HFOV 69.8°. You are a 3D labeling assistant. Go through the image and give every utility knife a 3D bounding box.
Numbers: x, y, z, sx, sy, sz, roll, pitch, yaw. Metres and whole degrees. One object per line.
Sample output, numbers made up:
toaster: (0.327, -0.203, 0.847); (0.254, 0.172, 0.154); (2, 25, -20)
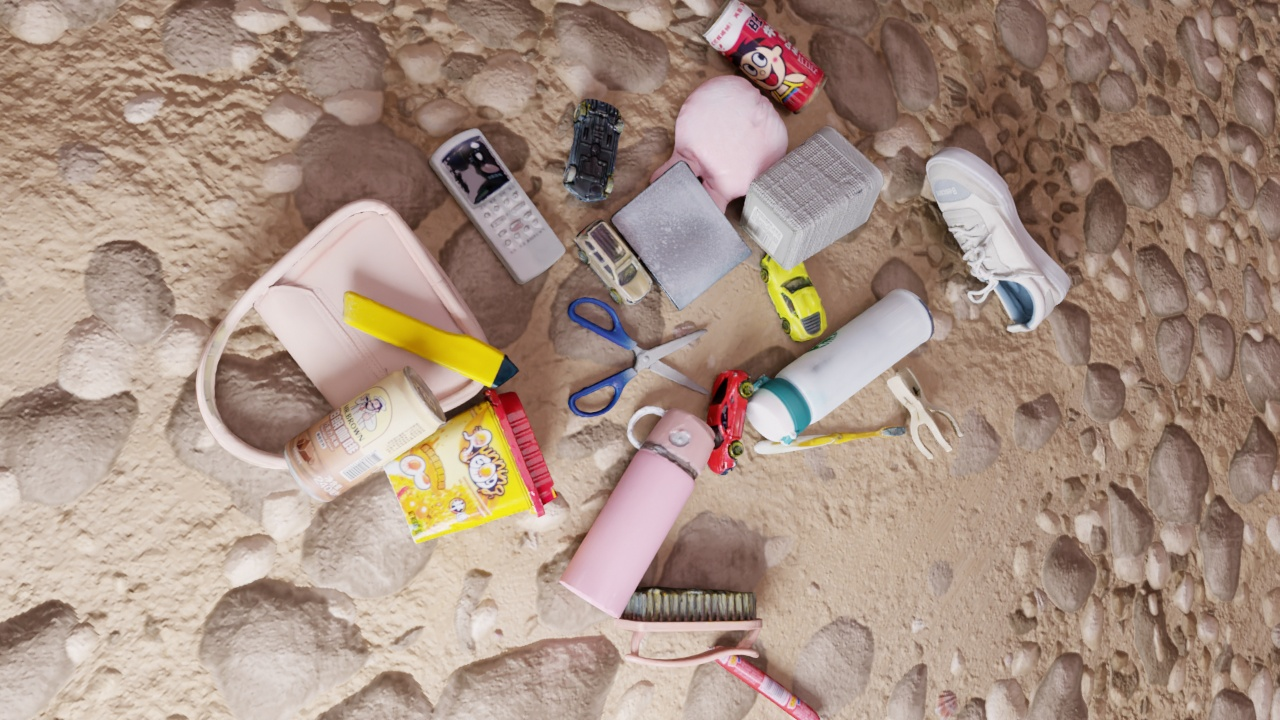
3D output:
utility knife: (-0.172, -0.017, 0.752); (0.153, 0.015, 0.033); (25, 83, -10)

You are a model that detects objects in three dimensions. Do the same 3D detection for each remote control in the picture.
remote control: (-0.135, -0.146, 0.868); (0.058, 0.021, 0.150); (-40, 100, -21)

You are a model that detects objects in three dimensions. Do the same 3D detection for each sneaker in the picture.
sneaker: (0.391, -0.130, 1.047); (0.242, 0.090, 0.090); (46, 75, -18)

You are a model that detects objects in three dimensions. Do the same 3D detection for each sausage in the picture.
sausage: (0.126, 0.327, 0.923); (0.156, 0.020, 0.020); (39, 72, -13)

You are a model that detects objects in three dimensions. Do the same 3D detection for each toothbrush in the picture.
toothbrush: (0.206, 0.084, 0.981); (0.191, 0.018, 0.016); (-4, 84, -23)

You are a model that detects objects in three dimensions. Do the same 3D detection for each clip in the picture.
clip: (0.306, 0.064, 1.003); (0.104, 0.035, 0.083); (45, 47, -12)

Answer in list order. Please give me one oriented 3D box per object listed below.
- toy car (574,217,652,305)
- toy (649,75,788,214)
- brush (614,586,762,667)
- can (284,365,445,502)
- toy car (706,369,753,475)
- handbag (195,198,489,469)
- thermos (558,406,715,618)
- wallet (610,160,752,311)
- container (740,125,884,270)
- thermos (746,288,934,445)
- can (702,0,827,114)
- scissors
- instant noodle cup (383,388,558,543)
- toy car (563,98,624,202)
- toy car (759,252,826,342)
toy car: (-0.024, -0.096, 0.900); (0.042, 0.035, 0.090); (-43, 103, -19)
toy: (0.079, -0.211, 0.944); (0.121, 0.054, 0.159); (40, 84, -14)
brush: (0.052, 0.254, 0.877); (0.145, 0.063, 0.073); (7, 75, -24)
can: (-0.218, 0.058, 0.728); (0.116, 0.058, 0.058); (-34, 98, -2)
toy car: (0.085, 0.061, 0.918); (0.031, 0.049, 0.106); (12, 80, -20)
handbag: (-0.262, -0.005, 0.779); (0.234, 0.093, 0.193); (-37, 99, -13)
thermos: (-0.007, 0.135, 0.870); (0.087, 0.067, 0.198); (27, 74, 12)
wallet: (0.041, -0.125, 0.920); (0.097, 0.019, 0.121); (-39, 103, -4)
container: (0.171, -0.164, 0.946); (0.114, 0.090, 0.090); (-36, 70, -18)
thermos: (0.207, 0.005, 0.965); (0.223, 0.073, 0.073); (-33, 97, -21)
can: (0.132, -0.324, 0.976); (0.132, 0.053, 0.053); (35, 73, -15)
scissors: (-0.008, -0.002, 0.909); (0.175, 0.012, 0.162); (46, 69, -12)
instant noodle cup: (-0.149, 0.094, 0.794); (0.123, 0.116, 0.116); (-22, 93, -11)
toy car: (-0.048, -0.205, 0.903); (0.049, 0.031, 0.105); (13, 78, -19)
toy car: (0.165, -0.072, 0.974); (0.048, 0.032, 0.105); (-25, 92, -22)
